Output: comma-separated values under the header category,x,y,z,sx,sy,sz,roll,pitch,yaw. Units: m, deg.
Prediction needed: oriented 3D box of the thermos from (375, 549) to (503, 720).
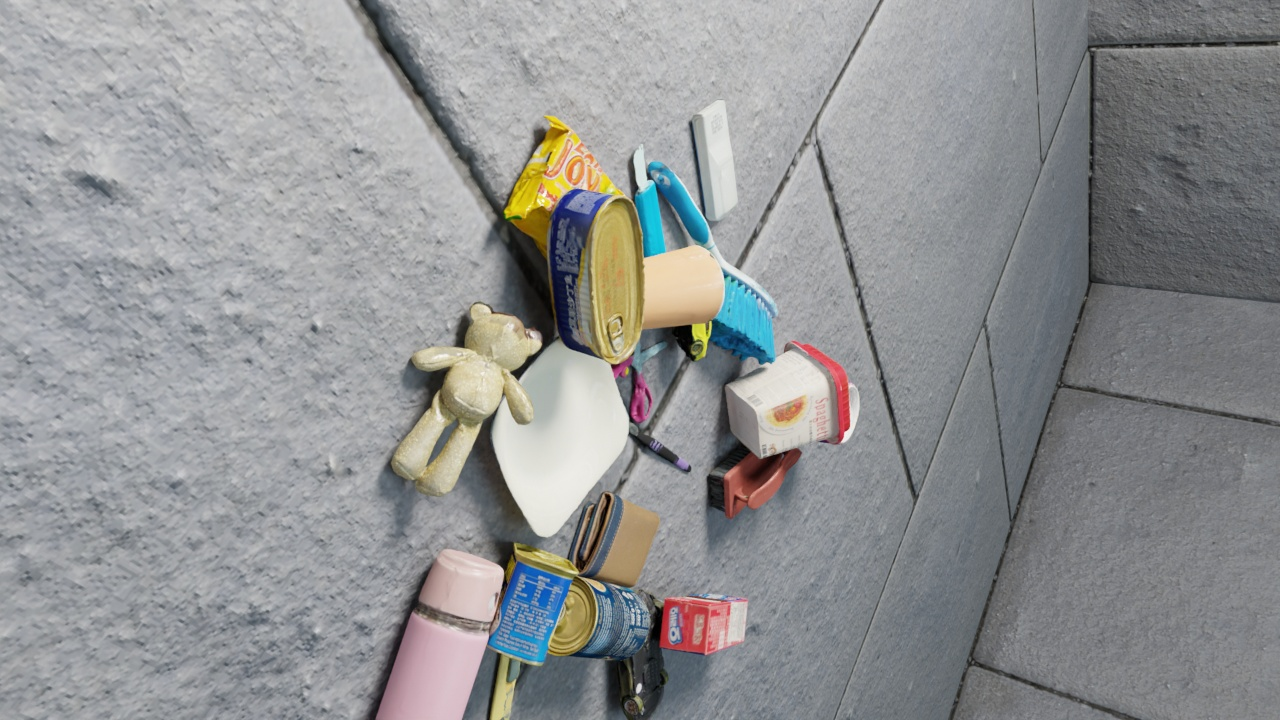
category,x,y,z,sx,sy,sz,roll,pitch,yaw
thermos,-0.165,0.256,0.743,0.087,0.067,0.198,56,50,-74

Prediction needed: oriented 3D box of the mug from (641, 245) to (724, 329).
category,x,y,z,sx,sy,sz,roll,pitch,yaw
mug,0.010,-0.064,0.876,0.122,0.078,0.078,-13,112,-36

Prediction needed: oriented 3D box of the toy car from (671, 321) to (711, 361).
category,x,y,z,sx,sy,sz,roll,pitch,yaw
toy car,0.055,-0.050,0.971,0.032,0.048,0.105,-19,126,-16

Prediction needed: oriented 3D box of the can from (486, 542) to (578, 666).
category,x,y,z,sx,sy,sz,roll,pitch,yaw
can,-0.097,0.209,0.797,0.102,0.057,0.083,152,-42,-79

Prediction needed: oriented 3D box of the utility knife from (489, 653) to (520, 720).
category,x,y,z,sx,sy,sz,roll,pitch,yaw
utility knife,-0.125,0.298,0.860,0.030,0.019,0.183,7,98,-51

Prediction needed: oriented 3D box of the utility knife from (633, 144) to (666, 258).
category,x,y,z,sx,sy,sz,roll,pitch,yaw
utility knife,0.011,-0.126,0.921,0.034,0.018,0.182,-36,128,-43

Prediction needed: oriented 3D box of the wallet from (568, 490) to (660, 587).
category,x,y,z,sx,sy,sz,roll,pitch,yaw
wallet,-0.025,0.189,0.956,0.115,0.033,0.090,34,74,-56

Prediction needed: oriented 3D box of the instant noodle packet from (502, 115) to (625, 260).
category,x,y,z,sx,sy,sz,roll,pitch,yaw
instant noodle packet,-0.061,-0.133,0.791,0.128,0.044,0.110,47,58,-51

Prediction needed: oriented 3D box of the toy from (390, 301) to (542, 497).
category,x,y,z,sx,sy,sz,roll,pitch,yaw
toy,-0.138,0.031,0.720,0.105,0.066,0.157,31,73,-11

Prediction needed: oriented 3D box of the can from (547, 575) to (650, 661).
category,x,y,z,sx,sy,sz,roll,pitch,yaw
can,-0.047,0.255,0.902,0.111,0.075,0.075,34,72,-55

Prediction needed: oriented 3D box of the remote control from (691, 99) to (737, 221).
category,x,y,z,sx,sy,sz,roll,pitch,yaw
remote control,0.083,-0.215,0.997,0.048,0.024,0.125,-44,133,-41

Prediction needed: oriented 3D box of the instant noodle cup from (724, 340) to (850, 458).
category,x,y,z,sx,sy,sz,roll,pitch,yaw
instant noodle cup,0.178,0.053,1.129,0.124,0.116,0.116,-20,121,-17

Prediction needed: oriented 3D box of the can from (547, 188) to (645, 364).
category,x,y,z,sx,sy,sz,roll,pitch,yaw
can,-0.036,-0.069,0.768,0.074,0.049,0.148,-37,134,-43

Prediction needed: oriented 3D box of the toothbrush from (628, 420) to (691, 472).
category,x,y,z,sx,sy,sz,roll,pitch,yaw
toothbrush,0.020,0.096,1.009,0.189,0.017,0.014,40,72,-55

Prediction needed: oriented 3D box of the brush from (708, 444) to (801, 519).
category,x,y,z,sx,sy,sz,roll,pitch,yaw
brush,0.149,0.142,1.166,0.145,0.069,0.063,-34,127,-47

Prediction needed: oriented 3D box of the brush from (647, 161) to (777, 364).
category,x,y,z,sx,sy,sz,roll,pitch,yaw
brush,0.080,-0.095,1.010,0.314,0.061,0.109,33,67,-52

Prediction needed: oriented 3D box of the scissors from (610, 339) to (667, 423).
category,x,y,z,sx,sy,sz,roll,pitch,yaw
scissors,-0.006,0.006,0.944,0.133,0.017,0.134,-30,120,-53

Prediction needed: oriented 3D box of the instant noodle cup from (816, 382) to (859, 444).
category,x,y,z,sx,sy,sz,roll,pitch,yaw
instant noodle cup,0.237,0.063,1.247,0.111,0.099,0.112,-19,114,-52

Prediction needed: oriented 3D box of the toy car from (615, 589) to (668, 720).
category,x,y,z,sx,sy,sz,roll,pitch,yaw
toy car,-0.001,0.332,1.023,0.070,0.042,0.158,-24,115,-55

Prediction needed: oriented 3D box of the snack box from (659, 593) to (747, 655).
category,x,y,z,sx,sy,sz,roll,pitch,yaw
snack box,0.079,0.309,1.084,0.207,0.057,0.058,34,61,-68

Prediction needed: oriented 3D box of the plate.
category,x,y,z,sx,sy,sz,roll,pitch,yaw
plate,-0.078,0.059,0.832,0.163,0.034,0.164,-49,137,-37
